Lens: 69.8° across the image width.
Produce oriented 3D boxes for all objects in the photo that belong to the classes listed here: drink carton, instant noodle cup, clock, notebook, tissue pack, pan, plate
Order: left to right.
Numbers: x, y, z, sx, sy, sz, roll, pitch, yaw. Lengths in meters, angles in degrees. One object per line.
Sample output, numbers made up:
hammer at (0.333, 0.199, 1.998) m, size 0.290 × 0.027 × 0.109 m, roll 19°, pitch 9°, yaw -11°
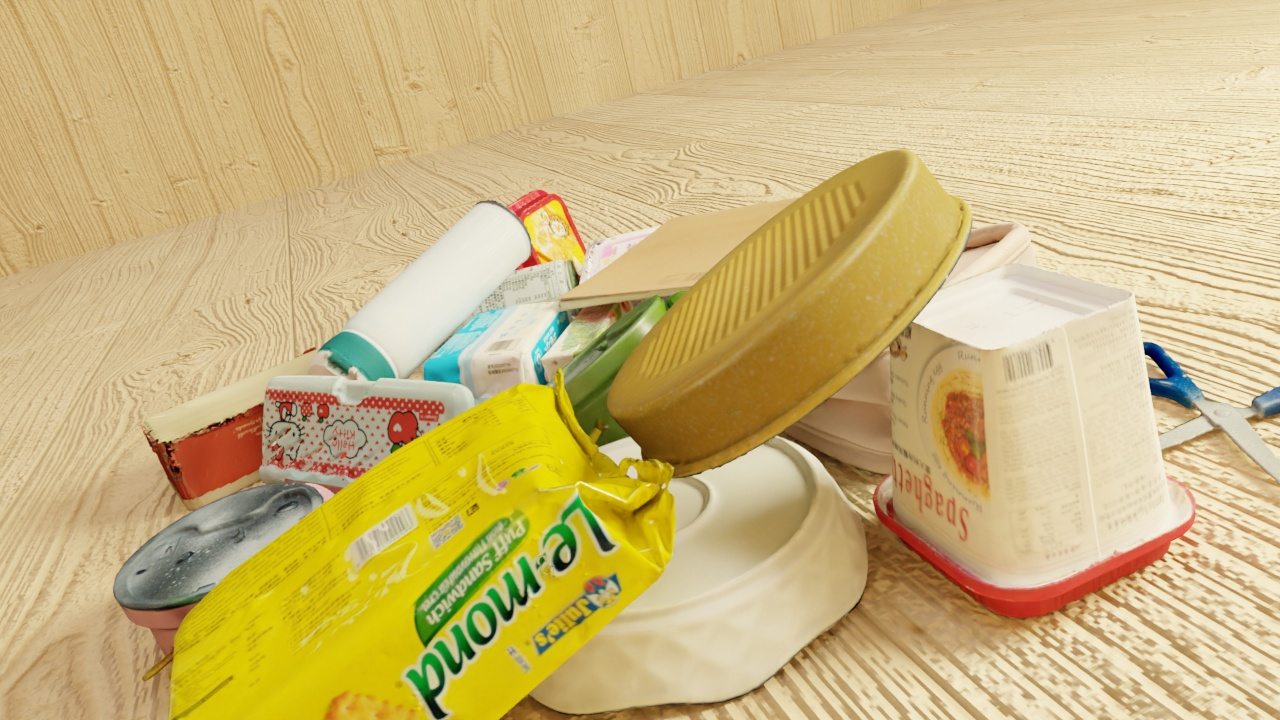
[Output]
clock at (-0.234, 0.119, 0.546) m, size 0.117 × 0.060 × 0.158 m, roll -18°, pitch 24°, yaw -6°
tissue pack at (-0.109, 0.003, 0.740) m, size 0.090 × 0.063 × 0.139 m, roll -7°, pitch 24°, yaw 17°
instant noodle cup at (-0.136, -0.104, 0.970) m, size 0.124 × 0.116 × 0.115 m, roll -15°, pitch 19°, yaw 30°
drink carton at (-0.037, -0.006, 0.732) m, size 0.046 × 0.053 × 0.122 m, roll -10°, pitch 22°, yaw 21°
clock at (-0.004, 0.004, 0.616) m, size 0.161 × 0.056 × 0.116 m, roll -45°, pitch 9°, yaw -23°
instant noodle cup at (0.017, -0.077, 0.863) m, size 0.138 × 0.060 × 0.173 m, roll -13°, pitch 21°, yaw 6°
plate at (0.011, 0.093, 0.475) m, size 0.205 × 0.045 × 0.204 m, roll -13°, pitch 23°, yaw 5°
notebook at (0.044, -0.095, 0.779) m, size 0.150 × 0.012 × 0.210 m, roll -4°, pitch 24°, yaw 33°
pan at (0.090, -0.043, 0.525) m, size 0.198 × 0.078 × 0.356 m, roll -37°, pitch 12°, yaw 22°
instant noodle cup at (0.172, 0.030, 0.418) m, size 0.116 × 0.124 × 0.116 m, roll -19°, pitch 23°, yaw -14°

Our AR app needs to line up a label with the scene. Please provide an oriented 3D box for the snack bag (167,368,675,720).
snack bag at (-0.106, 0.103, 0.409) m, size 0.246 × 0.068 × 0.158 m, roll -38°, pitch 28°, yaw -9°

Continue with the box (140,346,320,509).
box at (-0.313, 0.042, 0.756) m, size 0.168 × 0.077 × 0.091 m, roll -27°, pitch 26°, yaw -30°

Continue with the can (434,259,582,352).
can at (-0.127, -0.050, 0.848) m, size 0.147 × 0.058 × 0.058 m, roll -14°, pitch 22°, yaw 2°

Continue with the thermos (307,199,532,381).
thermos at (-0.180, -0.043, 0.759) m, size 0.073 × 0.073 × 0.223 m, roll 4°, pitch 42°, yaw 38°

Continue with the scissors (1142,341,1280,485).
scissors at (0.318, 0.024, 0.492) m, size 0.162 × 0.012 × 0.173 m, roll -11°, pitch 23°, yaw 9°

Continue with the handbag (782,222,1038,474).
handbag at (0.134, -0.010, 0.621) m, size 0.192 × 0.093 × 0.235 m, roll -32°, pitch 20°, yaw -37°

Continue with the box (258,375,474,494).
box at (-0.180, 0.050, 0.627) m, size 0.202 × 0.098 × 0.095 m, roll 1°, pitch 27°, yaw 32°
